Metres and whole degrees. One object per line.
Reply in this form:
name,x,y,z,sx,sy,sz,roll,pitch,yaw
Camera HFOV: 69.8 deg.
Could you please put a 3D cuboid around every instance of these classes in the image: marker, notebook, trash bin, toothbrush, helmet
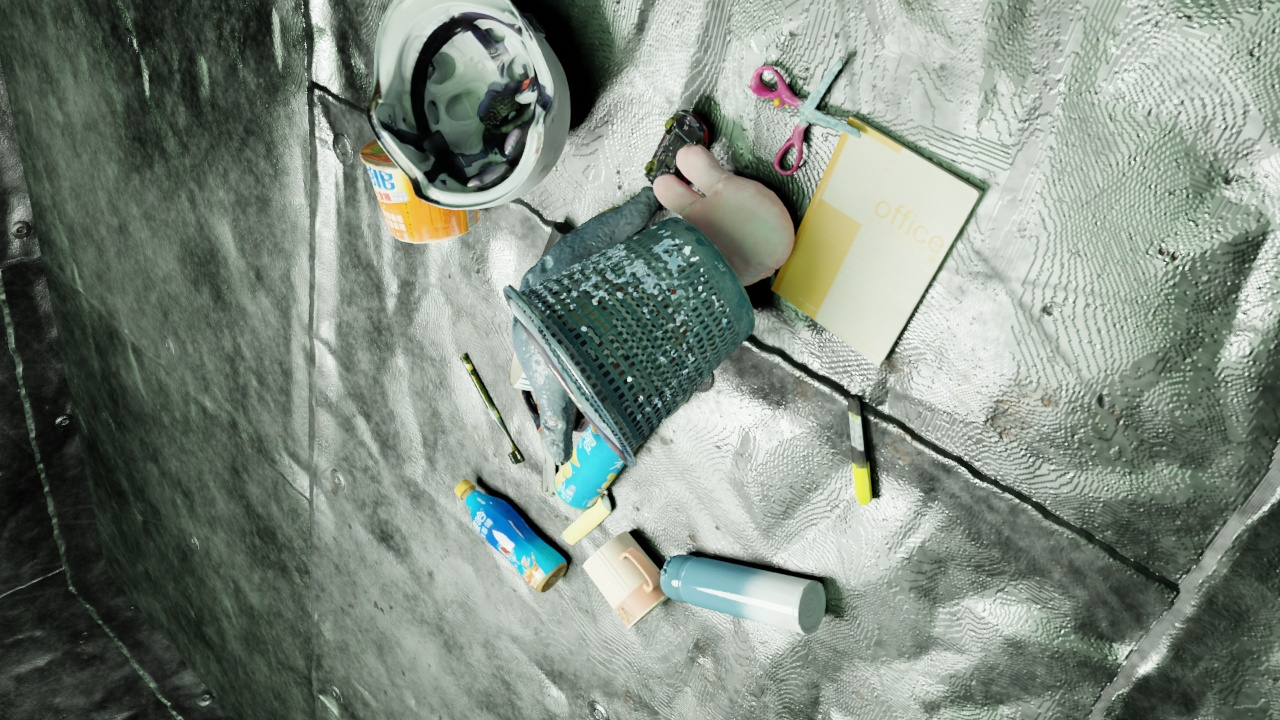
marker,0.235,0.096,0.982,0.018,0.015,0.124,3,109,40
notebook,0.221,-0.112,0.894,0.146,0.010,0.207,39,131,23
trash bin,0.001,-0.036,0.951,0.226,0.195,0.227,53,171,11
toothbrush,-0.227,0.074,1.380,0.012,0.017,0.186,-28,90,53
helmet,-0.181,-0.298,1.058,0.229,0.145,0.258,-32,79,19
toothbrush,-0.134,-0.095,1.212,0.027,0.026,0.213,19,132,-11

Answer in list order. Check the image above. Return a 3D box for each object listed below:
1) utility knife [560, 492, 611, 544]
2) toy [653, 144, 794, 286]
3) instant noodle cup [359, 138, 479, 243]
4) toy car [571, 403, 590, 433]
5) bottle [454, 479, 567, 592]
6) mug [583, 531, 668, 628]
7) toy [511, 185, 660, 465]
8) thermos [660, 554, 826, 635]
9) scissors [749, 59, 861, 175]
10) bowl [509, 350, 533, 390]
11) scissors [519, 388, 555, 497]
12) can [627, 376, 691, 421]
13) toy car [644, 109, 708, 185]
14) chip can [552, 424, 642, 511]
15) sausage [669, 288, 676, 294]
utility knife,-0.081,0.234,1.328,0.031,0.018,0.163,56,134,12
toy,0.087,-0.151,0.958,0.159,0.054,0.122,47,135,-1
instant noodle cup,-0.278,-0.228,1.197,0.151,0.151,0.112,22,132,33
toy car,-0.074,0.039,1.180,0.056,0.037,0.122,-57,28,38
bottle,-0.207,0.264,1.423,0.219,0.065,0.065,41,132,21
mug,-0.013,0.291,1.242,0.106,0.081,0.115,50,150,14
toy,-0.083,-0.046,1.082,0.138,0.091,0.357,18,105,6
thermos,0.121,0.286,1.141,0.221,0.070,0.070,2,111,42
scissors,0.155,-0.235,0.886,0.133,0.017,0.136,35,130,30
bowl,-0.122,-0.014,1.196,0.066,0.116,0.117,16,134,-17
scissors,-0.143,0.099,1.320,0.193,0.015,0.207,53,135,7
can,-0.007,0.007,1.122,0.147,0.058,0.058,44,133,17
toy car,0.041,-0.222,0.986,0.049,0.031,0.107,45,141,14
chip can,-0.046,0.115,1.200,0.071,0.071,0.211,47,134,14
sausage,0.038,-0.089,1.061,0.165,0.021,0.022,41,132,19
